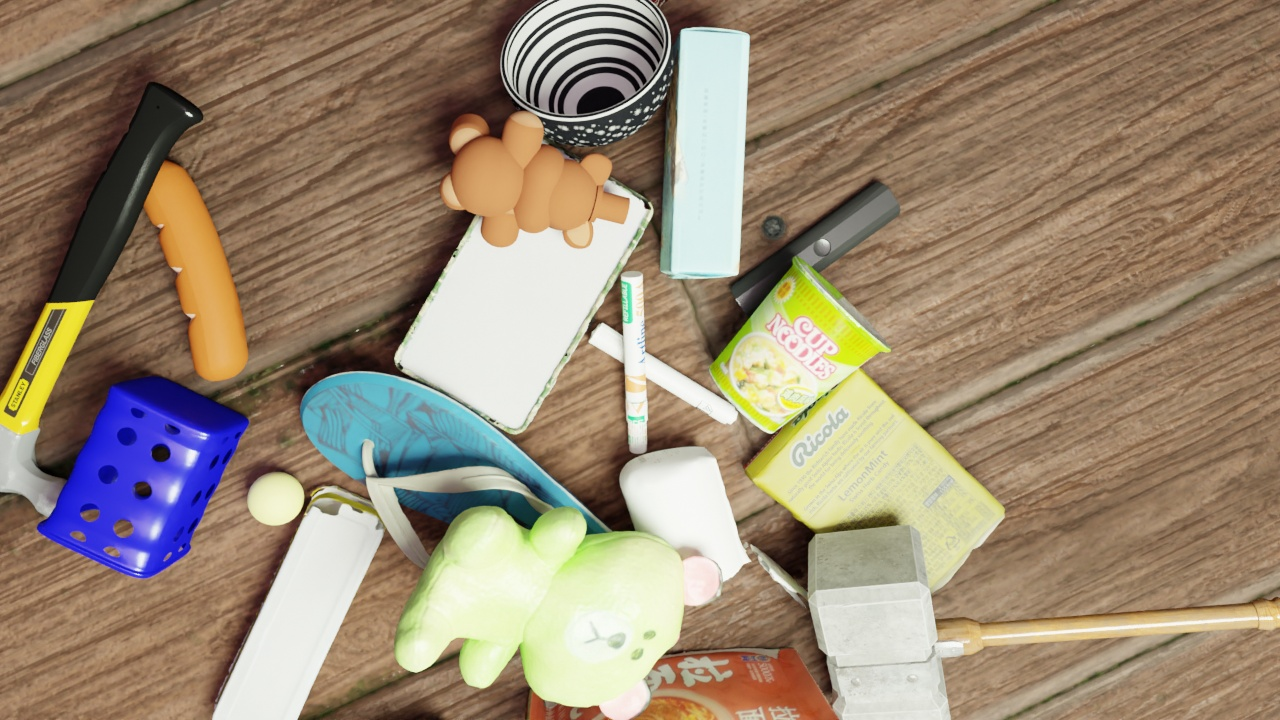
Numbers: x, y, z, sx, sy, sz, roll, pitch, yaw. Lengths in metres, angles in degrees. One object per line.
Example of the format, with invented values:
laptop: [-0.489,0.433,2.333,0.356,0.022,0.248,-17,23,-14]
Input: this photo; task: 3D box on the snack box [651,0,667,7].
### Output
snack box: [0.052,-0.310,0.668,0.141,0.051,0.032,-36,98,0]

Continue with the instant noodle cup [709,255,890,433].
instant noodle cup: [0.113,-0.006,0.686,0.099,0.098,0.108,42,104,-8]

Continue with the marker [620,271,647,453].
marker: [-0.004,0.004,0.697,0.017,0.017,0.146,-4,113,-5]

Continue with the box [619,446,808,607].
box: [0.062,0.136,0.707,0.126,0.084,0.156,-17,99,-9]

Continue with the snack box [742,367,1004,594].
snack box: [0.188,0.103,0.731,0.181,0.045,0.121,41,94,-10]

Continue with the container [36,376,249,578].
container: [-0.354,0.080,0.662,0.085,0.084,0.113,27,92,-6]

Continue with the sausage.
sausage: [-0.325,-0.066,0.670,0.044,0.039,0.164,-15,97,0]

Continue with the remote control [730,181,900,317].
remote control: [0.137,-0.086,0.719,0.147,0.015,0.033,-36,98,0]

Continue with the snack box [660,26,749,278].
snack box: [0.045,-0.147,0.675,0.053,0.075,0.175,3,97,-4]

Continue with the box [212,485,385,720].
box: [-0.265,0.199,0.712,0.064,0.037,0.210,25,94,-13]

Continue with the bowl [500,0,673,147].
bowl: [-0.033,-0.200,0.660,0.120,0.066,0.120,-4,65,8]

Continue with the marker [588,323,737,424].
marker: [0.020,0.011,0.718,0.133,0.017,0.020,31,131,-7]

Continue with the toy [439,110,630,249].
toy: [-0.072,-0.122,0.633,0.127,0.065,0.095,12,112,-13]

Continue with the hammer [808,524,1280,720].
hammer: [0.294,0.195,0.663,0.318,0.082,0.163,-9,115,15]

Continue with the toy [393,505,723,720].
toy: [-0.061,0.167,0.637,0.196,0.107,0.150,26,95,-30]

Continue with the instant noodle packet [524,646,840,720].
instant noodle packet: [0.031,0.280,0.677,0.221,0.164,0.084,-16,96,-2]

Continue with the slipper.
slipper: [-0.123,0.108,0.680,0.295,0.060,0.118,36,117,-10]

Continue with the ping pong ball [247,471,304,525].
ping pong ball: [-0.275,0.104,0.693,0.040,0.040,0.040,-1,96,-5]

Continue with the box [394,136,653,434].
box: [-0.086,-0.057,0.688,0.117,0.051,0.205,29,92,-4]

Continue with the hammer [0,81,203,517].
hammer: [-0.400,-0.047,0.648,0.127,0.029,0.324,32,102,-2]
